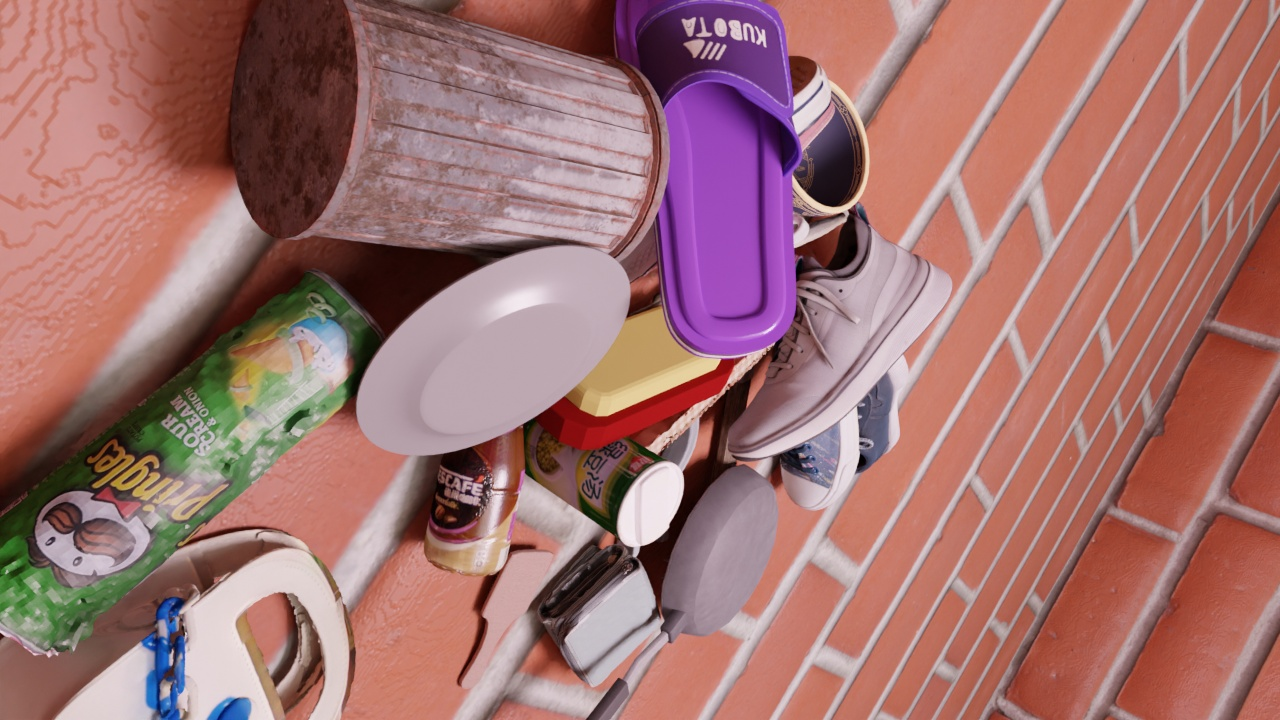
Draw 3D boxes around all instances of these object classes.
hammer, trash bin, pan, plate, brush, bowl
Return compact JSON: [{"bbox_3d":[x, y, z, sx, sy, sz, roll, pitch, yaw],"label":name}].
[{"bbox_3d":[0.092,0.059,0.894,0.146,0.028,0.317,-23,129,-47],"label":"hammer"},{"bbox_3d":[-0.090,-0.117,0.496,0.210,0.131,0.131,-1,112,-47],"label":"trash bin"},{"bbox_3d":[0.035,0.242,0.849,0.356,0.041,0.179,-44,143,-36],"label":"pan"},{"bbox_3d":[-0.079,0.002,0.540,0.178,0.012,0.179,-28,154,-16],"label":"plate"},{"bbox_3d":[-0.118,0.211,0.755,0.049,0.015,0.136,14,106,-50],"label":"brush"},{"bbox_3d":[-0.004,0.004,0.691,0.173,0.082,0.042,-22,145,-36],"label":"brush"},{"bbox_3d":[0.130,-0.172,0.762,0.112,0.061,0.112,5,81,-38],"label":"bowl"}]

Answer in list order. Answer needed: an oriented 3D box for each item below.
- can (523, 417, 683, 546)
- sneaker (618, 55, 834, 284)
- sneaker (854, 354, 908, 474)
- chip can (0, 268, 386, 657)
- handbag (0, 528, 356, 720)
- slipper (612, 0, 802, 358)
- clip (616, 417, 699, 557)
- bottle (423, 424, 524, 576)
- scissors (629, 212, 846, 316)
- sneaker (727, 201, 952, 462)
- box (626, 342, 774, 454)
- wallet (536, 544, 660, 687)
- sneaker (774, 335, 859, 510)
[{"bbox_3d":[-0.032,0.083,0.687,0.067,0.121,0.067,-27,130,-38],"label":"can"},{"bbox_3d":[0.045,-0.115,0.657,0.241,0.118,0.088,-39,133,-6],"label":"sneaker"},{"bbox_3d":[0.234,0.050,1.010,0.087,0.089,0.236,-41,142,-19],"label":"sneaker"},{"bbox_3d":[-0.231,0.045,0.476,0.222,0.075,0.075,-44,139,-22],"label":"chip can"},{"bbox_3d":[-0.251,0.203,0.539,0.199,0.093,0.201,-36,135,-41],"label":"handbag"},{"bbox_3d":[0.049,-0.138,0.560,0.107,0.084,0.266,-5,83,-8],"label":"slipper"},{"bbox_3d":[0.028,0.094,0.839,0.141,0.029,0.172,-27,131,-35],"label":"clip"},{"bbox_3d":[-0.107,0.064,0.642,0.059,0.060,0.166,7,98,-51],"label":"bottle"},{"bbox_3d":[0.086,-0.082,0.770,0.015,0.180,0.193,65,20,-2],"label":"scissors"},{"bbox_3d":[0.158,-0.024,0.836,0.128,0.097,0.263,45,82,-8],"label":"sneaker"},{"bbox_3d":[0.038,0.005,0.768,0.186,0.083,0.043,-42,152,-27],"label":"box"},{"bbox_3d":[-0.034,0.232,0.833,0.100,0.054,0.132,-37,139,-18],"label":"wallet"},{"bbox_3d":[0.171,0.063,0.945,0.079,0.087,0.236,-22,124,-34],"label":"sneaker"}]
